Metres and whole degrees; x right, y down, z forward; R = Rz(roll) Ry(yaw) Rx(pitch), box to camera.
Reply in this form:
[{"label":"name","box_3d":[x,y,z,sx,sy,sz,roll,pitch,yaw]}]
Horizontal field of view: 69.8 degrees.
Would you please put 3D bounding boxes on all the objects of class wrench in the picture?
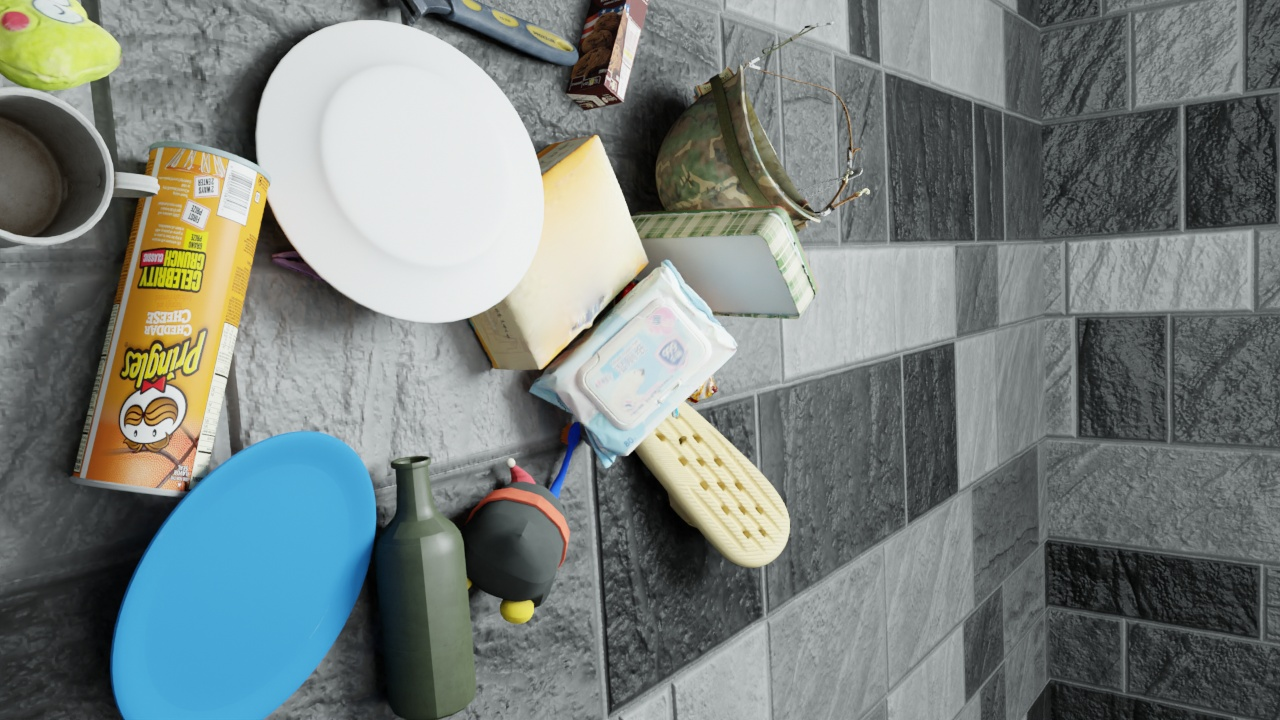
[{"label":"wrench","box_3d":[-0.147,-0.305,0.807,0.272,0.022,0.073,-1,63,-55]}]

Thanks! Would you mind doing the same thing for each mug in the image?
[{"label":"mug","box_3d":[-0.345,-0.105,0.527,0.113,0.071,0.084,2,89,-52]}]

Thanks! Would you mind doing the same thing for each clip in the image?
[{"label":"clip","box_3d":[-0.252,-0.071,0.696,0.050,0.014,0.046,-43,126,-46]}]

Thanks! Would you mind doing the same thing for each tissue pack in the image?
[{"label":"tissue pack","box_3d":[-0.005,0.005,0.882,0.182,0.070,0.112,-43,101,-4]}]

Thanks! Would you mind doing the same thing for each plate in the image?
[{"label":"plate","box_3d":[-0.172,-0.149,0.712,0.242,0.016,0.242,10,74,-39]},{"label":"plate","box_3d":[-0.268,0.154,0.634,0.223,0.024,0.225,-49,148,-46]}]

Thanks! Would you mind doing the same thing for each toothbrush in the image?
[{"label":"toothbrush","box_3d":[-0.093,0.145,0.905,0.016,0.018,0.182,36,66,-46]}]

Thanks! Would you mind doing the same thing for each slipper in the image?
[{"label":"slipper","box_3d":[0.065,0.141,1.059,0.261,0.079,0.111,48,52,-18]}]

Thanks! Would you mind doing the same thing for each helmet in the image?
[{"label":"helmet","box_3d":[0.134,-0.230,1.012,0.193,0.237,0.223,60,31,-14]}]

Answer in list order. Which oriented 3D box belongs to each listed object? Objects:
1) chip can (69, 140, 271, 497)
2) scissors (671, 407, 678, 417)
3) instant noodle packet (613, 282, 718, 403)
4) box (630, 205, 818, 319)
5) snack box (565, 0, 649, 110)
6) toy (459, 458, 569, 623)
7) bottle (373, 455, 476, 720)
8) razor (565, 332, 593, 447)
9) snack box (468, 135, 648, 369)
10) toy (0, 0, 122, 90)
[{"label":"chip can","box_3d":[-0.297,-0.024,0.587,0.075,0.075,0.215,19,75,-50]},{"label":"scissors","box_3d":[0.031,0.005,1.024,0.134,0.012,0.134,29,42,-55]},{"label":"instant noodle packet","box_3d":[0.024,-0.019,0.974,0.135,0.040,0.098,28,49,-28]},{"label":"box","box_3d":[0.076,-0.101,0.959,0.050,0.206,0.118,-54,128,-28]},{"label":"snack box","box_3d":[-0.031,-0.330,0.940,0.031,0.051,0.140,30,67,-48]},{"label":"toy","box_3d":[-0.109,0.156,0.822,0.097,0.100,0.119,29,30,-4]},{"label":"bottle","box_3d":[-0.178,0.182,0.748,0.071,0.072,0.207,-11,100,-51]},{"label":"razor","box_3d":[-0.047,0.016,0.940,0.088,0.047,0.116,-49,119,-40]},{"label":"snack box","box_3d":[-0.081,-0.102,0.857,0.194,0.081,0.145,-48,126,-40]},{"label":"toy","box_3d":[-0.358,-0.178,0.507,0.115,0.092,0.046,-23,146,-41]}]
